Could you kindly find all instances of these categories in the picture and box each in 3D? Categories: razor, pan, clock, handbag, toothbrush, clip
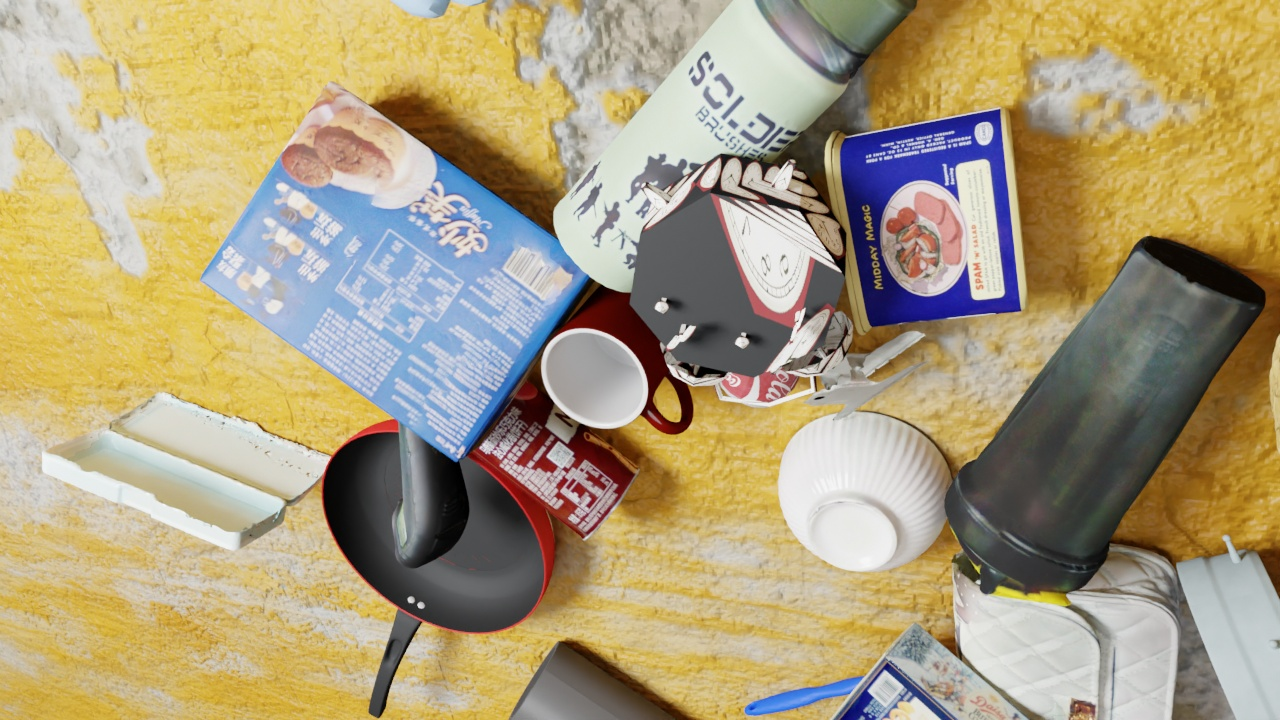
[{"bbox_3d":[-0.165,0.084,0.687,0.067,0.053,0.151,12,114,34],"label":"razor"},{"bbox_3d":[-0.192,0.196,0.809,0.209,0.067,0.357,27,125,6],"label":"pan"},{"bbox_3d":[0.056,-0.029,0.500,0.115,0.064,0.155,-6,125,18],"label":"clock"},{"bbox_3d":[0.285,0.215,0.621,0.139,0.072,0.195,0,118,25],"label":"handbag"},{"bbox_3d":[0.160,0.266,0.738,0.183,0.016,0.018,-28,111,33],"label":"toothbrush"},{"bbox_3d":[0.126,0.019,0.556,0.102,0.058,0.050,125,131,-61],"label":"clip"},{"bbox_3d":[0.368,0.181,0.540,0.045,0.122,0.159,-25,120,28],"label":"clock"}]

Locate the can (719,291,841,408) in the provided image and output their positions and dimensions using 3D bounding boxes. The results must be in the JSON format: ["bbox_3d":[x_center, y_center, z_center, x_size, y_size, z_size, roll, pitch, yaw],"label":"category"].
[{"bbox_3d":[0.085,-0.020,0.576,0.054,0.053,0.097,24,125,8],"label":"can"}]

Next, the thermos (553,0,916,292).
[{"bbox_3d":[0.049,-0.135,0.513,0.082,0.082,0.232,43,125,-6],"label":"thermos"}]

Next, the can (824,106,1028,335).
[{"bbox_3d":[0.161,-0.077,0.511,0.092,0.056,0.116,-6,116,24],"label":"can"}]

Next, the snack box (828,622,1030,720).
[{"bbox_3d":[0.213,0.278,0.644,0.145,0.042,0.145,40,140,22],"label":"snack box"}]

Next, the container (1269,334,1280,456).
[{"bbox_3d":[0.391,0.096,0.373,0.197,0.305,0.307,-14,113,37],"label":"container"}]

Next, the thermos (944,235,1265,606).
[{"bbox_3d":[0.254,0.043,0.522,0.098,0.097,0.221,25,121,7],"label":"thermos"}]

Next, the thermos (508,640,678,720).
[{"bbox_3d":[0.005,0.350,0.810,0.240,0.082,0.082,33,126,1],"label":"thermos"}]

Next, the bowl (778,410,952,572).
[{"bbox_3d":[0.146,0.099,0.616,0.118,0.062,0.118,10,122,17],"label":"bowl"}]

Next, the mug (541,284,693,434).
[{"bbox_3d":[-0.004,0.003,0.609,0.105,0.082,0.073,42,125,-5],"label":"mug"}]

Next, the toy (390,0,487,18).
[{"bbox_3d":[-0.073,-0.258,0.474,0.222,0.119,0.171,20,115,11],"label":"toy"}]

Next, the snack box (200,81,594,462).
[{"bbox_3d":[-0.153,-0.056,0.605,0.203,0.069,0.155,35,95,0],"label":"snack box"}]

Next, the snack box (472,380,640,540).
[{"bbox_3d":[-0.068,0.070,0.683,0.121,0.072,0.072,38,126,-3],"label":"snack box"}]

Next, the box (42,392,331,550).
[{"bbox_3d":[-0.382,0.091,0.785,0.197,0.134,0.041,19,113,12],"label":"box"}]
